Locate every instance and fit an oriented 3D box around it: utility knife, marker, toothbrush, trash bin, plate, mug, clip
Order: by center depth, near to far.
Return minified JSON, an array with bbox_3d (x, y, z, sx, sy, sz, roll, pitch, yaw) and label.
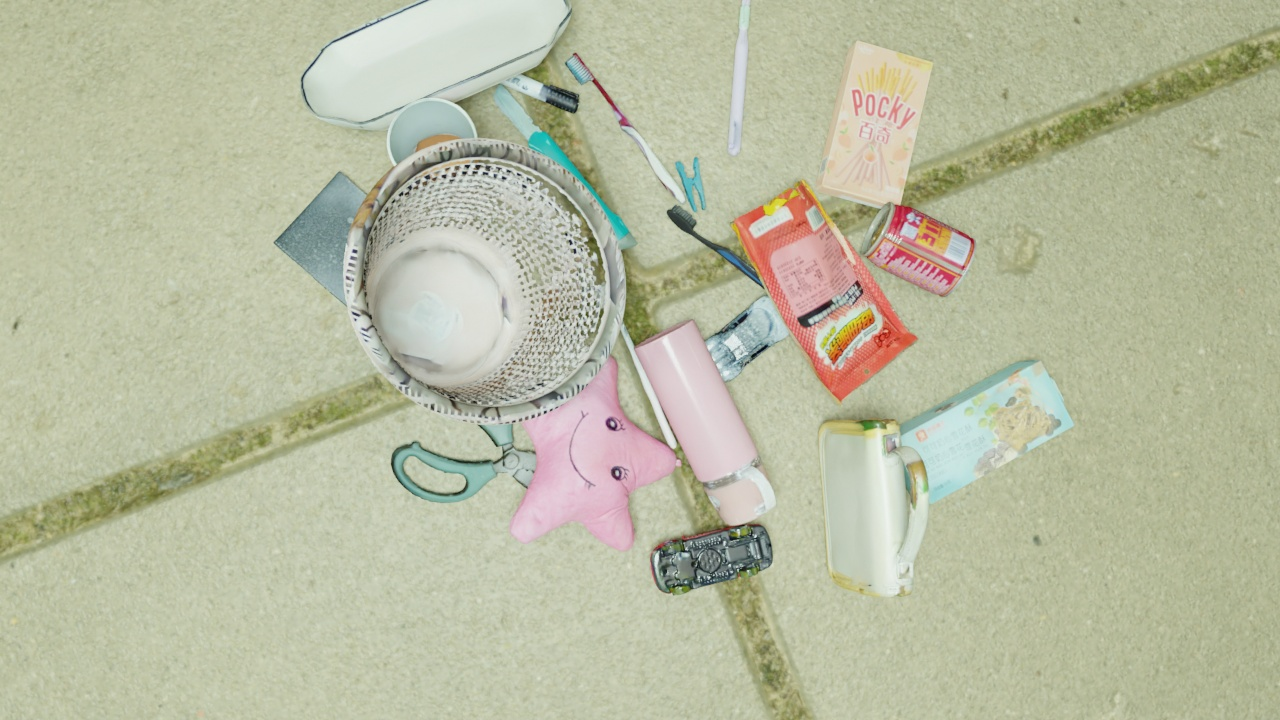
[{"bbox_3d":[-0.152,-0.056,0.800,0.227,0.192,0.227,2,85,-25],"label":"trash bin"},{"bbox_3d":[-0.185,-0.186,0.854,0.078,0.123,0.078,0,87,-4],"label":"mug"},{"bbox_3d":[-0.191,-0.290,0.873,0.265,0.034,0.162,-27,52,-7],"label":"plate"},{"bbox_3d":[-0.005,0.005,0.905,0.016,0.016,0.180,-25,82,4],"label":"toothbrush"},{"bbox_3d":[-0.122,-0.280,0.916,0.130,0.018,0.022,23,94,-4],"label":"marker"},{"bbox_3d":[-0.077,-0.191,0.918,0.029,0.013,0.209,-39,94,-3],"label":"utility knife"},{"bbox_3d":[-0.015,-0.231,0.924,0.017,0.016,0.187,-37,91,3],"label":"toothbrush"},{"bbox_3d":[0.052,-0.177,0.927,0.048,0.014,0.057,-16,88,-7],"label":"clip"},{"bbox_3d":[0.104,-0.097,0.929,0.189,0.014,0.016,37,60,-3],"label":"toothbrush"},{"bbox_3d":[0.103,-0.302,0.935,0.029,0.021,0.189,5,89,34],"label":"toothbrush"}]

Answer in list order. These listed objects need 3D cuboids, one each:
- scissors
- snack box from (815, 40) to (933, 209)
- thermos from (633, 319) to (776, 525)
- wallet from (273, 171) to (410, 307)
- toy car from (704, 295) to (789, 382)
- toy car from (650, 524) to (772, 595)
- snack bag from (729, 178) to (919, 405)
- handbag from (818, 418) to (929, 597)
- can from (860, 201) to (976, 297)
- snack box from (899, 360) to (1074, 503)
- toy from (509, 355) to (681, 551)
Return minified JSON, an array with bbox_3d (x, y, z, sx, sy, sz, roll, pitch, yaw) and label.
[{"bbox_3d":[-0.152,0.071,0.899,0.177,0.019,0.169,5,87,-3],"label":"scissors"},{"bbox_3d":[0.239,-0.239,0.938,0.084,0.026,0.157,14,87,-4],"label":"snack box"},{"bbox_3d":[0.068,0.061,0.879,0.067,0.087,0.198,-27,94,-21],"label":"thermos"},{"bbox_3d":[-0.281,-0.111,0.897,0.121,0.019,0.097,41,84,-3],"label":"wallet"},{"bbox_3d":[0.106,-0.023,0.917,0.105,0.031,0.049,-39,92,-6],"label":"toy car"},{"bbox_3d":[0.068,0.193,0.898,0.120,0.045,0.053,-11,86,-10],"label":"toy car"},{"bbox_3d":[0.180,-0.072,0.908,0.128,0.073,0.208,-35,94,-27],"label":"snack bag"},{"bbox_3d":[0.228,0.134,0.847,0.063,0.179,0.163,-4,86,-10],"label":"handbag"},{"bbox_3d":[0.276,-0.112,0.916,0.094,0.066,0.066,25,86,-3],"label":"can"},{"bbox_3d":[0.336,0.071,0.920,0.174,0.051,0.074,-28,91,-6],"label":"snack box"},{"bbox_3d":[-0.042,0.084,0.879,0.178,0.075,0.194,6,74,-26],"label":"toy"}]
